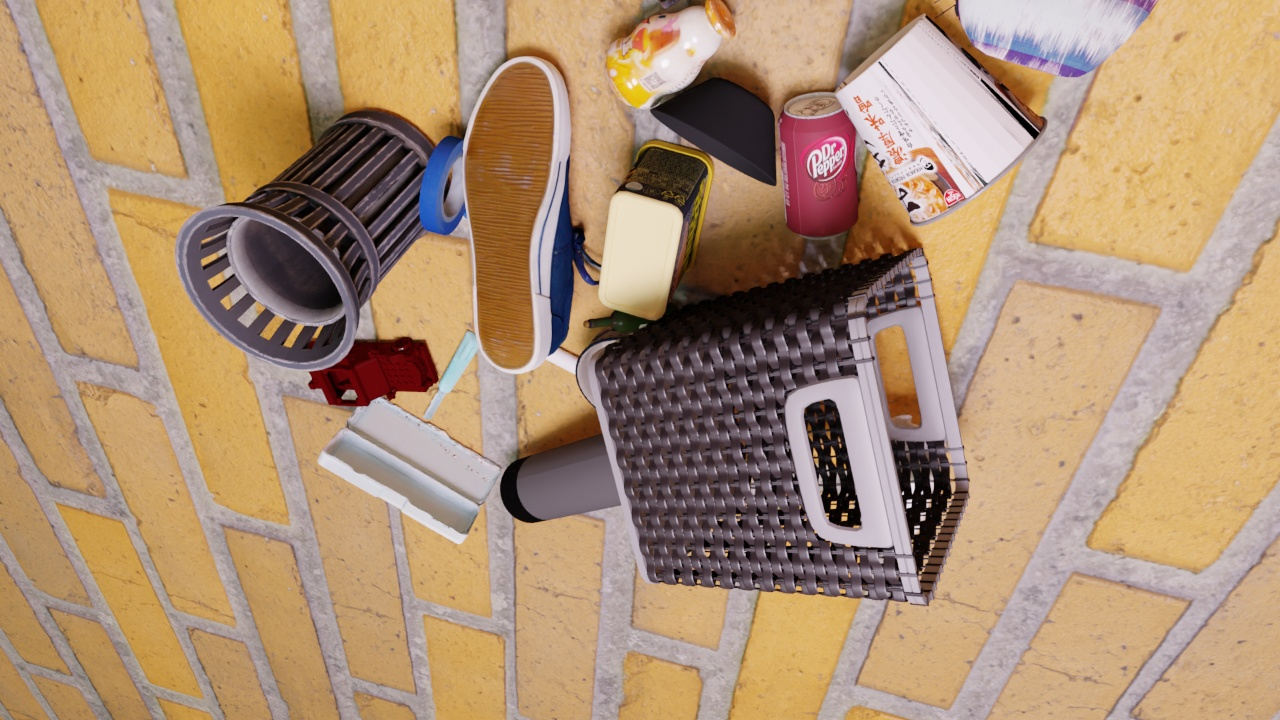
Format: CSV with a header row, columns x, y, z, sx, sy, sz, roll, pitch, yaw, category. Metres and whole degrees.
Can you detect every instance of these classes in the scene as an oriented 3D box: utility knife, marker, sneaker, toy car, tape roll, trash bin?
x,y,z,sx,sy,sz,roll,pitch,yaw,category
-0.230,0.024,1.099,0.022,0.015,0.169,33,129,-7,utility knife
-0.073,0.006,1.030,0.141,0.020,0.020,27,131,-4,marker
-0.089,-0.139,0.884,0.121,0.127,0.295,14,114,24,sneaker
-0.334,0.013,1.096,0.170,0.061,0.070,1,128,18,toy car
-0.183,-0.167,0.877,0.016,0.092,0.091,16,115,6,tape roll
-0.287,-0.125,0.857,0.164,0.226,0.164,10,130,11,trash bin

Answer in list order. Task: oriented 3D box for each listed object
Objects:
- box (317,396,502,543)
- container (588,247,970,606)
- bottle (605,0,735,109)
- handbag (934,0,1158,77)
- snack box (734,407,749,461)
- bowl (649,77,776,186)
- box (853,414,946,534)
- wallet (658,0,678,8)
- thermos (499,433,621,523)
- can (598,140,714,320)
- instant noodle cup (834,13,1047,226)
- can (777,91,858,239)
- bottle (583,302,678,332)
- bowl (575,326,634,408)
x,y,z,sx,sy,sz,roll,pitch,yaw,category
-0.279,0.132,1.124,0.197,0.135,0.043,32,125,-8,box
0.131,0.057,0.819,0.244,0.244,0.247,-9,101,30,container
0.025,-0.255,0.755,0.109,0.063,0.063,-24,117,33,bottle
0.301,-0.294,0.636,0.144,0.067,0.170,18,125,4,handbag
0.058,0.093,1.040,0.126,0.040,0.088,-16,121,29,snack box
0.074,-0.201,0.772,0.124,0.124,0.052,30,98,-6,bowl
0.271,0.115,0.954,0.081,0.091,0.161,22,131,24,box
0.030,-0.349,0.702,0.100,0.031,0.120,-21,116,29,wallet
-0.065,0.132,1.049,0.082,0.082,0.241,46,143,-19,thermos
0.012,-0.118,0.843,0.072,0.100,0.131,17,131,8,can
0.223,-0.191,0.712,0.122,0.123,0.124,47,128,-8,instant noodle cup
0.152,-0.165,0.784,0.063,0.063,0.114,1,128,18,can
-0.009,-0.042,0.925,0.105,0.025,0.025,-8,139,-29,bottle
-0.006,0.006,0.979,0.115,0.059,0.116,10,130,11,bowl
